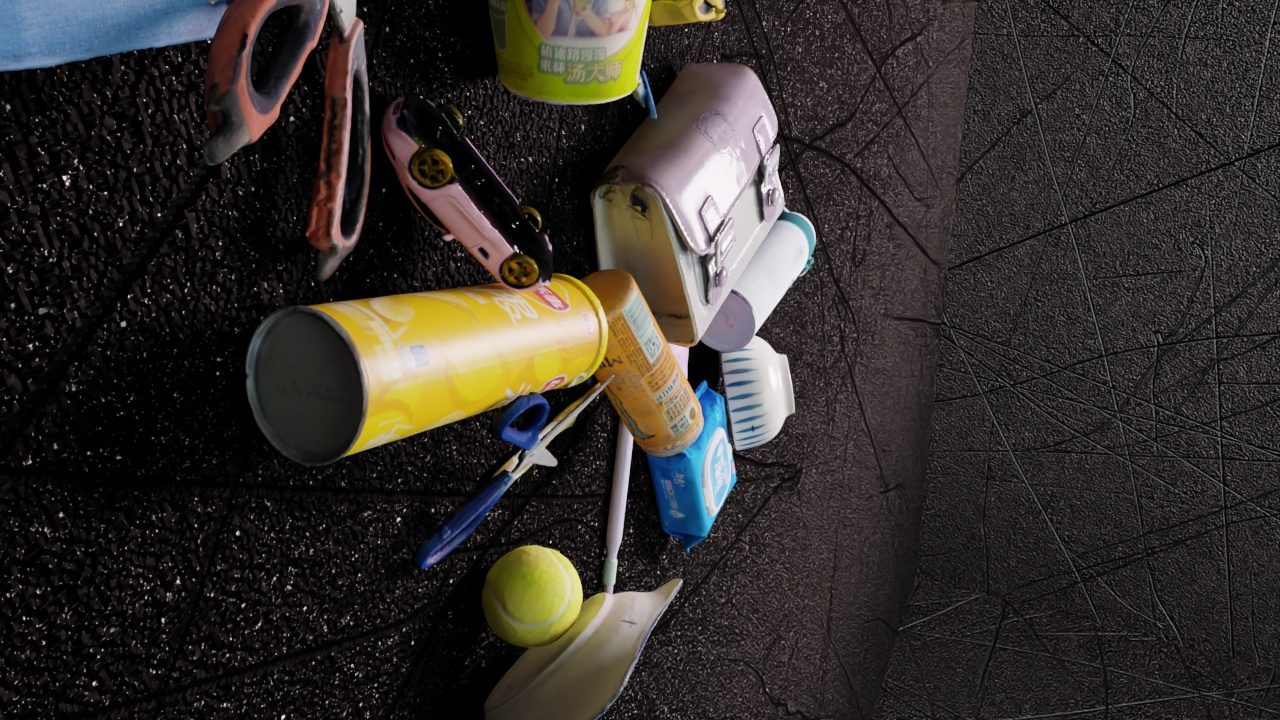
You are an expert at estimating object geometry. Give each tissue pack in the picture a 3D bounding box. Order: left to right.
[{"bbox_3d":[0.053,0.104,0.873,0.094,0.052,0.157,-57,147,-41],"label":"tissue pack"}]

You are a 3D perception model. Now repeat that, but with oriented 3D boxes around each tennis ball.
[{"bbox_3d":[-0.071,0.155,0.603,0.065,0.065,0.065,-36,132,-57],"label":"tennis ball"}]

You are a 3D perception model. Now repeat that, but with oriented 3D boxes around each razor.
[{"bbox_3d":[-0.023,-0.223,0.614,0.143,0.022,0.042,59,13,-50],"label":"razor"}]

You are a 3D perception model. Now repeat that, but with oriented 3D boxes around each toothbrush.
[{"bbox_3d":[-0.053,0.046,0.657,0.190,0.018,0.016,-43,154,-54],"label":"toothbrush"},{"bbox_3d":[-0.017,0.134,0.771,0.021,0.029,0.189,0,101,-27],"label":"toothbrush"}]

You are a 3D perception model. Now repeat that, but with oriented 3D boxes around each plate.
[{"bbox_3d":[-0.052,0.206,0.619,0.164,0.034,0.163,-41,180,28],"label":"plate"}]

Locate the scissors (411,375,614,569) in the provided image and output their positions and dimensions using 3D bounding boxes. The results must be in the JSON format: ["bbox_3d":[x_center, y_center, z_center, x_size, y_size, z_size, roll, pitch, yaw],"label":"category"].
[{"bbox_3d":[-0.074,0.061,0.550,0.162,0.012,0.173,-48,168,-7],"label":"scissors"}]

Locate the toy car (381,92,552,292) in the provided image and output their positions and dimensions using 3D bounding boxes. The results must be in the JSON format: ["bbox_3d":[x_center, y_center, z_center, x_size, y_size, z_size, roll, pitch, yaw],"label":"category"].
[{"bbox_3d":[-0.089,-0.082,0.475,0.122,0.037,0.056,50,25,-35],"label":"toy car"}]

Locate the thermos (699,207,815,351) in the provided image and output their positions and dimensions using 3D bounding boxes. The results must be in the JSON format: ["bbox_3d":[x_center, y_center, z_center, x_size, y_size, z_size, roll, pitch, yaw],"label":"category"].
[{"bbox_3d":[0.124,-0.087,0.932,0.223,0.073,0.073,-48,140,-50],"label":"thermos"}]

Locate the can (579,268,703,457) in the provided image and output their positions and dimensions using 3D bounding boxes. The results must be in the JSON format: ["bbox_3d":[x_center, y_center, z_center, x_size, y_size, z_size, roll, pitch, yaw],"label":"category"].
[{"bbox_3d":[-0.004,0.004,0.668,0.058,0.058,0.146,-62,138,-35],"label":"can"}]

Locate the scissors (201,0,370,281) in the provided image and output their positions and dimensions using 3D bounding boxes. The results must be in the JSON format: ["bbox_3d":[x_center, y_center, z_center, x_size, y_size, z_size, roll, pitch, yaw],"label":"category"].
[{"bbox_3d":[-0.130,-0.143,0.384,0.189,0.015,0.226,93,7,-46],"label":"scissors"}]

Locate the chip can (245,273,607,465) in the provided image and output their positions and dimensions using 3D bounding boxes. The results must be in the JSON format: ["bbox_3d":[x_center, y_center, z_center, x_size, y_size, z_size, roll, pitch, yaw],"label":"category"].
[{"bbox_3d":[-0.097,-0.004,0.479,0.212,0.072,0.072,-17,114,-62],"label":"chip can"}]

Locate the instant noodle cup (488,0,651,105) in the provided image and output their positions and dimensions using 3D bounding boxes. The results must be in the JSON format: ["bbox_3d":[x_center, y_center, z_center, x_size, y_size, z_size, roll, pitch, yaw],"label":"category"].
[{"bbox_3d":[-0.039,-0.208,0.494,0.111,0.112,0.124,-48,150,-50],"label":"instant noodle cup"}]

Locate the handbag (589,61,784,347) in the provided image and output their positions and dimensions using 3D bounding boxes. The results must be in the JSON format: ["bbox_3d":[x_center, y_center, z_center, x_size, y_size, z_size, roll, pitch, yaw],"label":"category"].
[{"bbox_3d":[0.041,-0.126,0.712,0.196,0.099,0.145,-57,142,-42],"label":"handbag"}]

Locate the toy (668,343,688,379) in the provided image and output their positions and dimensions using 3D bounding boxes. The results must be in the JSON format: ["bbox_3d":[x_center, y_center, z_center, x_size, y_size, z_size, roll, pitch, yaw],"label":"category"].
[{"bbox_3d":[0.020,0.016,0.780,0.083,0.039,0.108,-26,122,-53],"label":"toy"}]

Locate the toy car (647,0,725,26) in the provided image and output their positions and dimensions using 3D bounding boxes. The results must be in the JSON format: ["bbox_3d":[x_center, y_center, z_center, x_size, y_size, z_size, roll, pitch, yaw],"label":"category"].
[{"bbox_3d":[0.020,-0.246,0.606,0.155,0.071,0.041,-29,118,-79],"label":"toy car"}]

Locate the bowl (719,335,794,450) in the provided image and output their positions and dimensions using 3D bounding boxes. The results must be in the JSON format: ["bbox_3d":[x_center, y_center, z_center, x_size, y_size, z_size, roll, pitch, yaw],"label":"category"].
[{"bbox_3d":[0.116,0.028,0.912,0.116,0.066,0.116,-8,89,-84],"label":"bowl"}]

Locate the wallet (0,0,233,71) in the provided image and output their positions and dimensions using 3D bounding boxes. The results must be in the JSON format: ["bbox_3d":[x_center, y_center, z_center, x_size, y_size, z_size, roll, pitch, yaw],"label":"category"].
[{"bbox_3d":[-0.175,-0.163,0.279,0.106,0.040,0.133,-43,147,-51],"label":"wallet"}]
